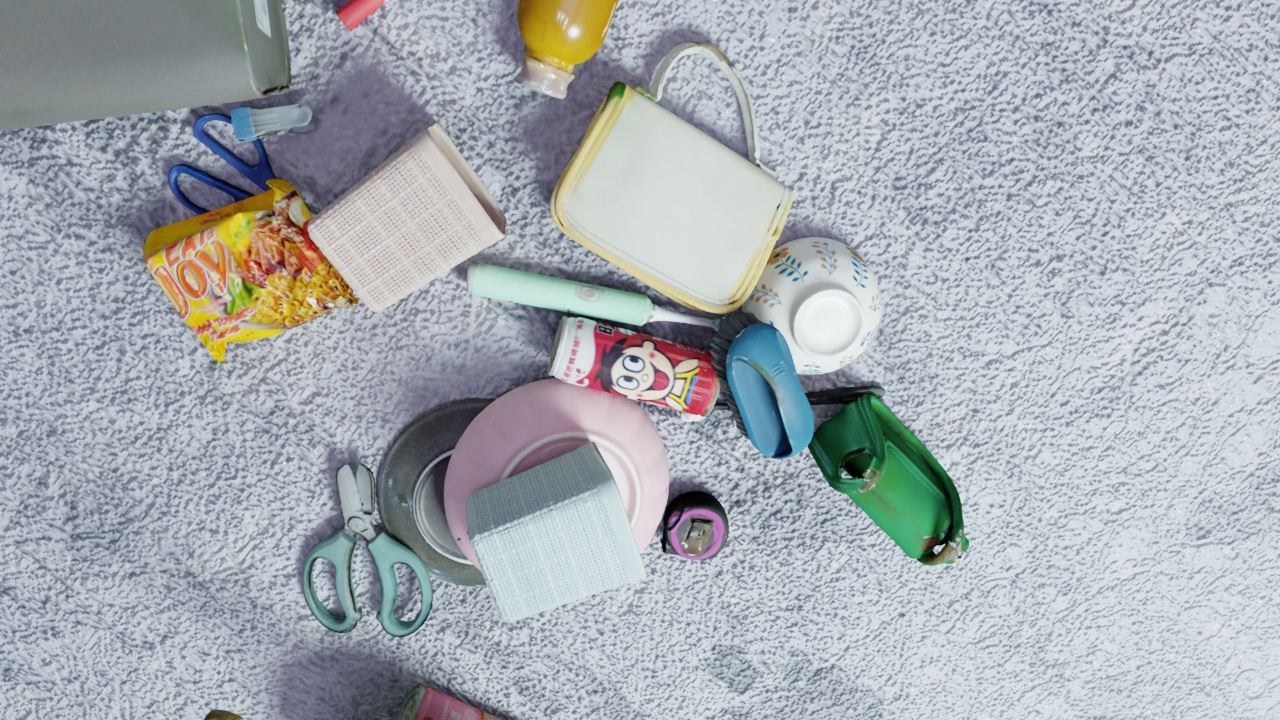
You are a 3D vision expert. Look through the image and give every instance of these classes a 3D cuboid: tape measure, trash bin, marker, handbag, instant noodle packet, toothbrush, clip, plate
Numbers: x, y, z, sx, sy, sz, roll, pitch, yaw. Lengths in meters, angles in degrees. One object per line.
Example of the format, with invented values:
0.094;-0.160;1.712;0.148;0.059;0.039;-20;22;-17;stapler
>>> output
0.048;0.145;0.796;0.057;0.039;0.058;12;107;-9;tape measure
-0.346;-0.234;0.559;0.219;0.199;0.199;-5;111;-11;trash bin
-0.153;-0.282;0.644;0.145;0.017;0.017;-35;108;7;marker
0.206;0.099;0.754;0.068;0.120;0.131;-42;109;15;handbag
-0.294;-0.065;0.686;0.128;0.044;0.111;-21;114;8;instant noodle packet
0.035;-0.142;0.694;0.163;0.063;0.178;28;89;-14;handbag
-0.027;-0.045;0.731;0.224;0.027;0.026;11;66;-9;toothbrush
-0.266;-0.174;0.666;0.057;0.032;0.025;-10;87;-9;clip
-0.134;0.119;0.780;0.179;0.024;0.179;-2;110;-4;plate
0.120;0.036;0.779;0.181;0.018;0.016;-6;113;-5;toothbrush
-0.063;0.111;0.754;0.192;0.039;0.192;-4;105;-16;plate

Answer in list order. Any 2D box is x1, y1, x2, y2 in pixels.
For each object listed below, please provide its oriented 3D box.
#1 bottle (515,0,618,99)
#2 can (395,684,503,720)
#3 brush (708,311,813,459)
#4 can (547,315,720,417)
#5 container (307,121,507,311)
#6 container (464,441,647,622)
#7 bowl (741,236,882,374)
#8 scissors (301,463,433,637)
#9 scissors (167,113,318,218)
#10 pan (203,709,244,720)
-0.039;-0.276;0.629;0.068;0.068;0.190;18;106;-11;bottle
-0.150;0.352;0.840;0.147;0.058;0.058;30;104;-14;can
0.101;0.028;0.707;0.055;0.073;0.144;-35;134;-11;brush
-0.004;0.004;0.736;0.132;0.053;0.053;15;107;-10;can
-0.168;-0.101;0.664;0.111;0.090;0.090;-34;109;5;container
-0.067;0.130;0.690;0.111;0.090;0.090;-21;108;-8;container
0.142;-0.037;0.732;0.113;0.062;0.113;-2;110;-6;bowl
-0.250;0.162;0.781;0.143;0.019;0.180;-8;111;8;scissors
-0.264;-0.124;0.692;0.172;0.012;0.133;3;108;-8;scissors
-0.219;0.335;0.741;0.198;0.078;0.358;-4;135;22;pan
